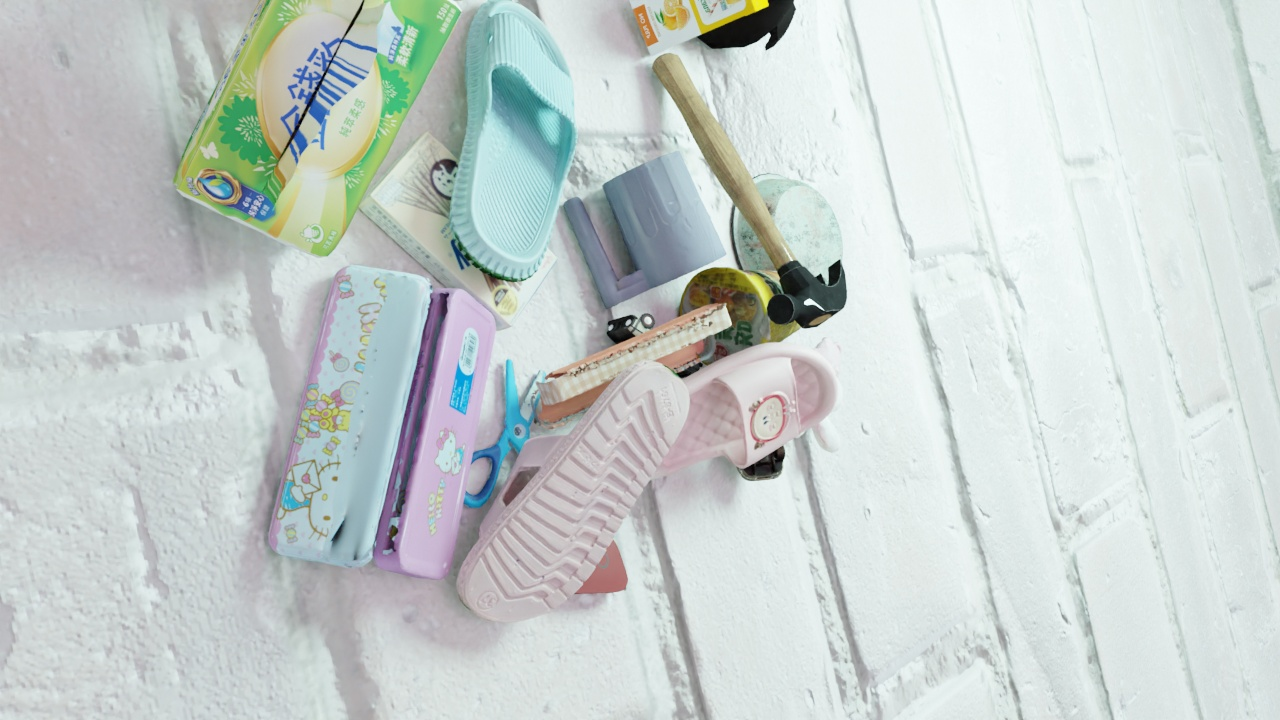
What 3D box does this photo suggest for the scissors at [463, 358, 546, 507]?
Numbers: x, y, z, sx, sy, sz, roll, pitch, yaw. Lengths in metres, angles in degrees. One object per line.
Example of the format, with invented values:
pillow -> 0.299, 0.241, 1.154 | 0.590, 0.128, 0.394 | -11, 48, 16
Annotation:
scissors -> -0.109, 0.062, 0.737 | 0.113, 0.013, 0.140 | -3, 85, -41

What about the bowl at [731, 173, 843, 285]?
bowl -> 0.167, -0.130, 0.985 | 0.157, 0.039, 0.157 | 9, 75, -38

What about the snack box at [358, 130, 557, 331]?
snack box -> -0.142, -0.101, 0.735 | 0.150, 0.026, 0.081 | 44, 56, -23

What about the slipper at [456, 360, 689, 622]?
slipper -> -0.055, 0.099, 0.724 | 0.239, 0.064, 0.094 | -51, 123, -12

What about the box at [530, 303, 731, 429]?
box -> -0.004, 0.004, 0.768 | 0.186, 0.054, 0.077 | -24, 140, -25

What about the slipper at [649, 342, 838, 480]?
slipper -> 0.079, 0.049, 0.818 | 0.221, 0.055, 0.107 | -17, 122, -16

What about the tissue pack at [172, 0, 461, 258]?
tissue pack -> -0.200, -0.164, 0.574 | 0.120, 0.141, 0.198 | 19, 103, -31

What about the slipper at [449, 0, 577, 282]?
slipper -> -0.093, -0.191, 0.747 | 0.116, 0.070, 0.275 | 28, 54, -39

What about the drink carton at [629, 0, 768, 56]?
drink carton -> 0.052, -0.343, 0.881 | 0.040, 0.123, 0.058 | -47, 119, -53

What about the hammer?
hammer -> 0.097, -0.168, 0.878 | 0.132, 0.040, 0.305 | -8, 66, -53

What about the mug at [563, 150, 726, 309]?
mug -> 0.003, -0.118, 0.832 | 0.123, 0.084, 0.104 | -25, 97, -13

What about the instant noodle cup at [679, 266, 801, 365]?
instant noodle cup -> 0.108, -0.047, 0.889 | 0.108, 0.102, 0.102 | -17, 91, -49

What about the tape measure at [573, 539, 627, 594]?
tape measure -> -0.039, 0.169, 0.768 | 0.059, 0.019, 0.051 | 9, 72, -38

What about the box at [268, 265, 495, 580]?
box -> -0.175, 0.044, 0.659 | 0.140, 0.062, 0.214 | 19, 69, -32

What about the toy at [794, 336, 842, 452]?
toy -> 0.187, 0.033, 0.969 | 0.076, 0.037, 0.125 | 28, 62, -28

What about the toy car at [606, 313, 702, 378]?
toy car -> 0.012, -0.009, 0.832 | 0.092, 0.040, 0.037 | 33, 63, -29

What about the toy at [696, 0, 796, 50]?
toy -> 0.119, -0.394, 0.906 | 0.139, 0.184, 0.159 | -45, 109, -35

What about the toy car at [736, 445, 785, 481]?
toy car -> 0.110, 0.063, 0.898 | 0.048, 0.041, 0.112 | -4, 71, -10
